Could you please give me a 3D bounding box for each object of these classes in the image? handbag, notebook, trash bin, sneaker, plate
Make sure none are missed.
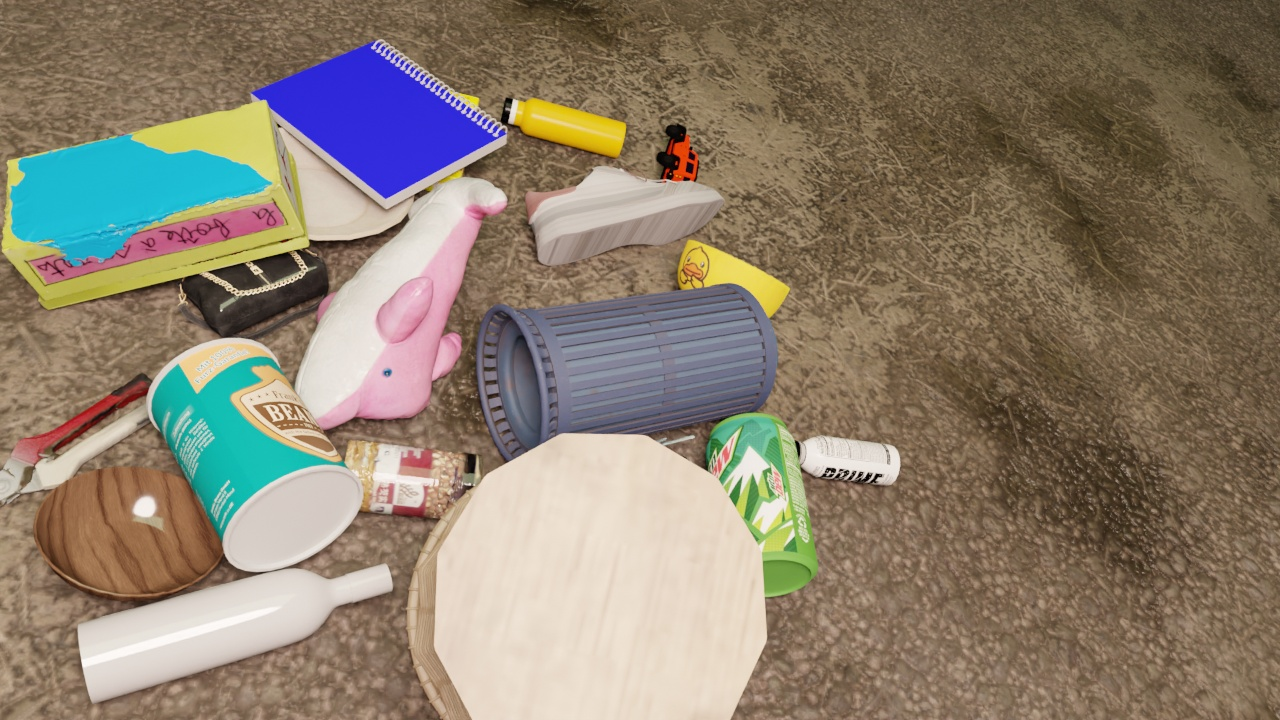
[{"bbox_3d":[-0.344,-0.068,0.814,0.079,0.054,0.128,37,51,25],"label":"handbag"},{"bbox_3d":[-0.269,-0.255,0.962,0.209,0.022,0.171,38,54,18],"label":"notebook"},{"bbox_3d":[-0.005,0.005,0.825,0.249,0.140,0.139,-10,57,-30],"label":"trash bin"},{"bbox_3d":[-0.019,-0.174,0.992,0.235,0.099,0.089,-16,74,-29],"label":"sneaker"},{"bbox_3d":[-0.320,-0.168,0.904,0.188,0.027,0.188,12,41,-11],"label":"plate"}]

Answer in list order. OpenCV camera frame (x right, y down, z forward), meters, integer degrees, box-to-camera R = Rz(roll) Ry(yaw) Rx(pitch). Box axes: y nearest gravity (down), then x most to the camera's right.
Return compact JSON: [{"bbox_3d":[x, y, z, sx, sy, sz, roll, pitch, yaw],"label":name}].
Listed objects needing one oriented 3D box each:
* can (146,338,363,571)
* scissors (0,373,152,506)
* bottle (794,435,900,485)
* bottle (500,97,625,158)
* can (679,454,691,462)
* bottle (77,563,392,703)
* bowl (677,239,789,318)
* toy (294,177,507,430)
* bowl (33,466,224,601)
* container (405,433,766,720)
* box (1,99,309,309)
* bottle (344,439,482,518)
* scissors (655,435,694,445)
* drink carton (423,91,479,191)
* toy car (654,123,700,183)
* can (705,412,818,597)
[{"bbox_3d":[-0.283,0.067,0.672,0.099,0.099,0.144,-23,54,-34],"label":"can"},{"bbox_3d":[-0.442,0.070,0.678,0.188,0.015,0.140,-10,58,-28],"label":"scissors"},{"bbox_3d":[0.192,0.096,0.892,0.116,0.041,0.041,9,50,-15],"label":"bottle"},{"bbox_3d":[-0.092,-0.278,1.085,0.143,0.043,0.043,12,49,-12],"label":"bottle"},{"bbox_3d":[-0.010,0.124,0.767,0.128,0.072,0.072,-8,56,-27],"label":"can"},{"bbox_3d":[-0.271,0.177,0.633,0.194,0.053,0.052,-11,57,-29],"label":"bottle"},{"bbox_3d":[0.089,-0.071,0.956,0.117,0.067,0.117,26,4,-2],"label":"bowl"},{"bbox_3d":[-0.197,-0.040,0.802,0.128,0.187,0.265,43,64,-36],"label":"toy"},{"bbox_3d":[-0.355,0.127,0.640,0.119,0.032,0.119,24,27,-13],"label":"bowl"},{"bbox_3d":[-0.039,0.159,0.595,0.226,0.196,0.226,3,73,-11],"label":"container"},{"bbox_3d":[-0.408,-0.134,0.780,0.221,0.079,0.124,-19,56,-9],"label":"box"},{"bbox_3d":[-0.183,0.097,0.732,0.105,0.056,0.056,9,50,-15],"label":"bottle"},{"bbox_3d":[-0.003,0.078,0.799,0.139,0.118,0.015,-16,92,-23],"label":"scissors"},{"bbox_3d":[-0.216,-0.239,1.005,0.058,0.043,0.134,10,48,-10],"label":"drink carton"},{"bbox_3d":[0.044,-0.234,1.097,0.049,0.051,0.100,15,49,-6],"label":"toy car"},{"bbox_3d":[0.103,0.125,0.803,0.083,0.083,0.143,9,50,-15],"label":"can"}]
